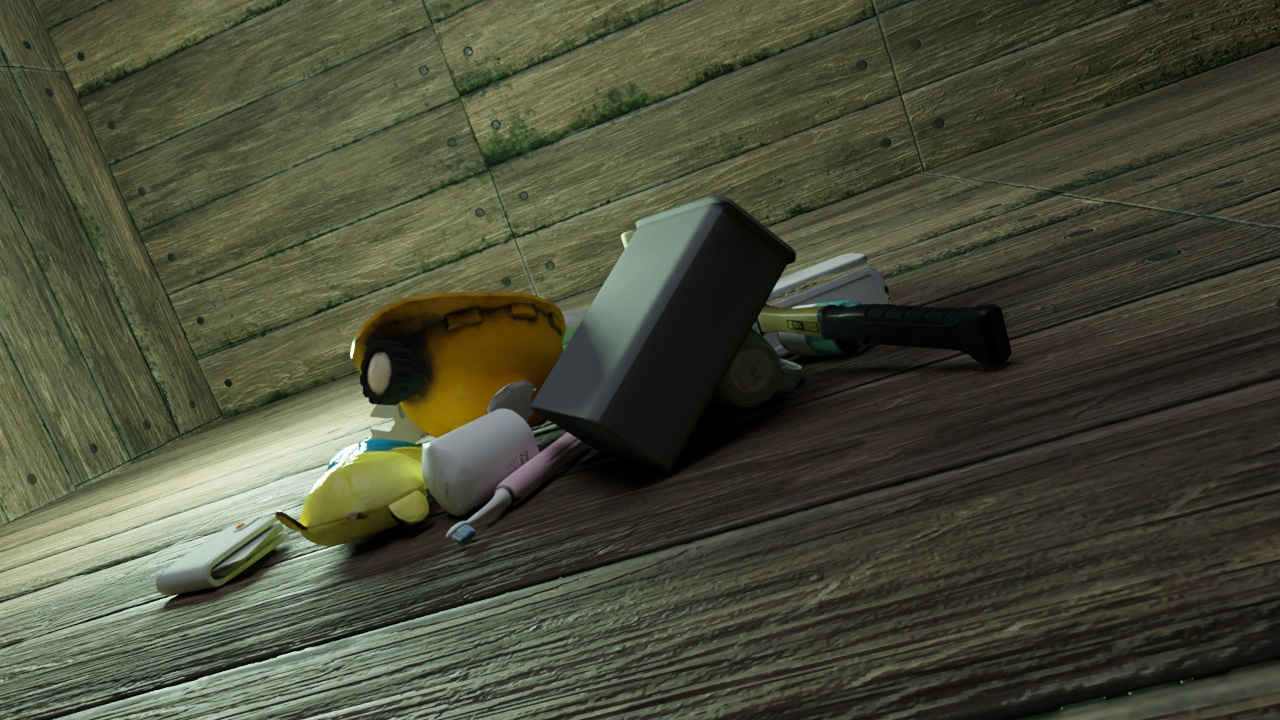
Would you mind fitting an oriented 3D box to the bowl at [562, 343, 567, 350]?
[{"bbox_3d":[-0.039,0.001,1.188,0.151,0.077,0.151,-20,9,3],"label":"bowl"}]

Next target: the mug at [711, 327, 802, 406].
[{"bbox_3d":[0.103,0.004,0.895,0.111,0.084,0.104,6,9,-18],"label":"mug"}]

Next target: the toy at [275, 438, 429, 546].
[{"bbox_3d":[-0.283,0.131,0.947,0.149,0.084,0.214,-23,7,-4],"label":"toy"}]

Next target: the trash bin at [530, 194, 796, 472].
[{"bbox_3d":[0.013,-0.024,0.837,0.219,0.097,0.192,-60,20,-11],"label":"trash bin"}]

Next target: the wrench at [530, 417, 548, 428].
[{"bbox_3d":[-0.152,0.077,1.128,0.274,0.022,0.073,-20,26,17],"label":"wrench"}]

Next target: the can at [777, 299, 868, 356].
[{"bbox_3d":[0.191,-0.033,0.955,0.054,0.055,0.102,-25,10,-26],"label":"can"}]

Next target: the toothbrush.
[{"bbox_3d":[-0.108,0.113,0.850,0.026,0.027,0.222,20,27,19],"label":"toothbrush"}]

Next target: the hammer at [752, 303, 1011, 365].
[{"bbox_3d":[0.192,-0.034,0.848,0.025,0.118,0.334,-27,16,-26],"label":"hammer"}]

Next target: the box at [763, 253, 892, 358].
[{"bbox_3d":[0.172,-0.063,1.045,0.210,0.057,0.117,-22,49,-6],"label":"box"}]

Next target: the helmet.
[{"bbox_3d":[-0.179,0.028,1.017,0.255,0.131,0.206,7,-36,-47],"label":"helmet"}]

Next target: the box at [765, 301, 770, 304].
[{"bbox_3d":[0.108,-0.048,1.201,0.127,0.106,0.215,-43,7,7],"label":"box"}]

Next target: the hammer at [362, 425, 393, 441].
[{"bbox_3d":[-0.298,0.070,1.468,0.317,0.049,0.122,-29,15,-35],"label":"hammer"}]

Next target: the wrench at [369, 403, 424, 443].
[{"bbox_3d":[-0.264,0.075,1.325,0.273,0.087,0.018,-8,12,11],"label":"wrench"}]

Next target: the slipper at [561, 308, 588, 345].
[{"bbox_3d":[-0.087,-0.029,1.313,0.265,0.113,0.081,-23,40,-36],"label":"slipper"}]

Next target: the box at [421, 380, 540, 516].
[{"bbox_3d":[-0.142,0.082,0.910,0.092,0.084,0.165,29,37,33],"label":"box"}]

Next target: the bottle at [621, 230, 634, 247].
[{"bbox_3d":[0.013,-0.092,1.278,0.045,0.184,0.045,-20,9,3],"label":"bottle"}]

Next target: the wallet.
[{"bbox_3d":[-0.436,0.206,0.985,0.115,0.037,0.118,-15,14,29],"label":"wallet"}]
